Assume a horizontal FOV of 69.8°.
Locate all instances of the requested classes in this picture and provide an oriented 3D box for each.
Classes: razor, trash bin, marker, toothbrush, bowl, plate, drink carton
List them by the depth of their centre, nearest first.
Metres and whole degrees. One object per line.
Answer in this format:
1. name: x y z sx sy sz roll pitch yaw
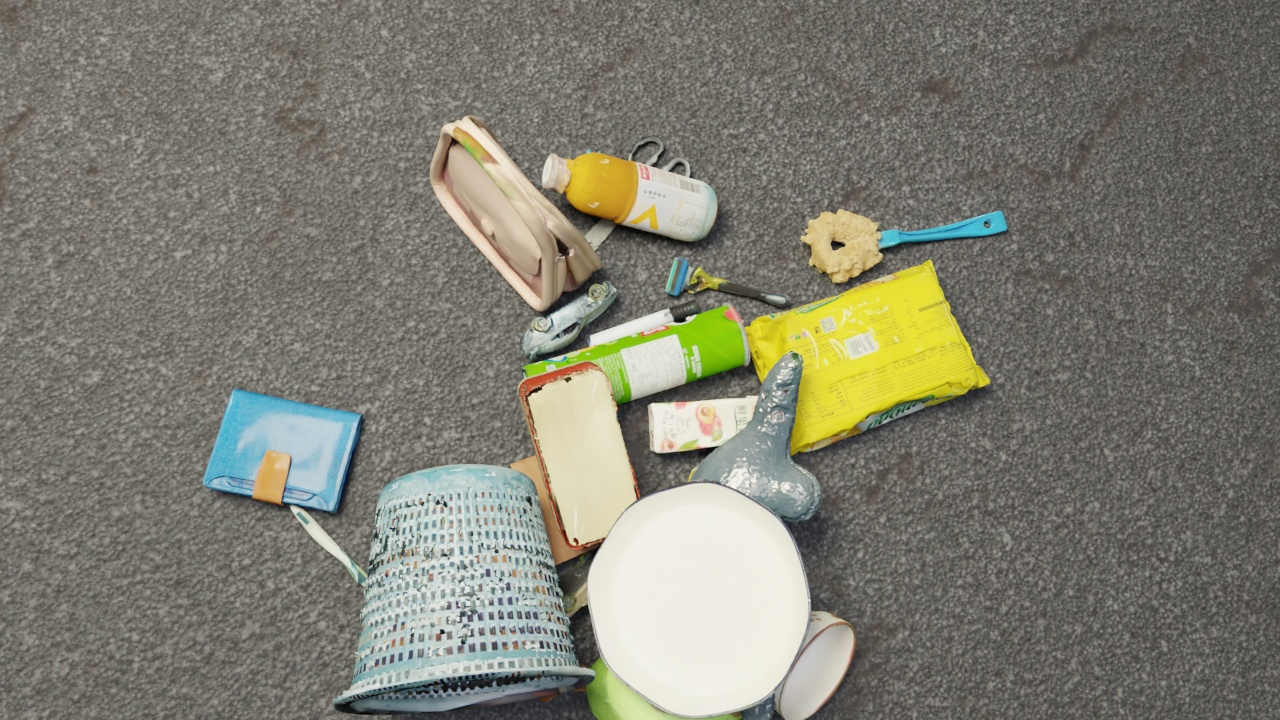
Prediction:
1. plate: 0.054 0.216 0.839 0.205 0.045 0.204 -4 73 14
2. trash bin: -0.162 0.208 0.845 0.226 0.227 0.194 -3 65 -8
3. toothbrush: -0.286 0.215 0.917 0.018 0.016 0.191 -45 88 -3
4. bowl: 0.158 0.298 0.925 0.062 0.113 0.113 28 72 43
5. drink carton: 0.071 0.068 0.976 0.122 0.045 0.053 -4 86 -7
6. marker: 0.003 -0.037 1.001 0.130 0.018 0.023 -21 112 -9
7. razor: 0.099 -0.082 1.021 0.142 0.022 0.043 12 111 -9

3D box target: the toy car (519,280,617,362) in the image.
1. toy car: -0.074 -0.042 0.974 0.120 0.054 0.037 -35 83 -13

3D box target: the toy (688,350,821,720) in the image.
1. toy: 0.100 0.164 0.907 0.091 0.138 0.356 22 74 -43

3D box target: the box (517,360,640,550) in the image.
1. box: -0.054 0.091 0.888 0.091 0.079 0.168 -17 102 -11

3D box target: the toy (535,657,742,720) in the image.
1. toy: 0.028 0.333 0.889 0.247 0.090 0.226 36 66 15

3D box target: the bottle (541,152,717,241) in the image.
1. bottle: -0.011 -0.177 0.978 0.189 0.068 0.068 11 77 -23

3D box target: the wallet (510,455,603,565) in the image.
1. wallet: -0.069 0.142 0.953 0.101 0.020 0.115 -21 78 -10

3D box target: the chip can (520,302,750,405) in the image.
1. chip can: -0.006 0.006 0.964 0.236 0.072 0.072 -17 82 -10

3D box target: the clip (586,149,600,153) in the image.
1. clip: -0.055 -0.210 1.030 0.041 0.014 0.056 4 78 -7

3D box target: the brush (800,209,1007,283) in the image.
1. brush: 0.305 -0.143 1.055 0.254 0.046 0.083 -10 76 -13

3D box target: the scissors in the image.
1. scissors: -0.010 -0.172 1.029 0.145 0.014 0.172 5 79 -5

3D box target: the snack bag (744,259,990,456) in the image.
1. snack bag: 0.243 -0.006 1.002 0.246 0.068 0.158 -19 82 -10

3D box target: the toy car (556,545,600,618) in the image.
1. toy car: -0.059 0.228 0.929 0.090 0.042 0.035 -43 108 -19

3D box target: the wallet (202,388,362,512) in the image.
1. wallet: -0.358 0.091 0.922 0.133 0.040 0.106 12 73 -4

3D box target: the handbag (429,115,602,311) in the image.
1. handbag: -0.128 -0.157 0.896 0.093 0.234 0.193 -40 86 -8
